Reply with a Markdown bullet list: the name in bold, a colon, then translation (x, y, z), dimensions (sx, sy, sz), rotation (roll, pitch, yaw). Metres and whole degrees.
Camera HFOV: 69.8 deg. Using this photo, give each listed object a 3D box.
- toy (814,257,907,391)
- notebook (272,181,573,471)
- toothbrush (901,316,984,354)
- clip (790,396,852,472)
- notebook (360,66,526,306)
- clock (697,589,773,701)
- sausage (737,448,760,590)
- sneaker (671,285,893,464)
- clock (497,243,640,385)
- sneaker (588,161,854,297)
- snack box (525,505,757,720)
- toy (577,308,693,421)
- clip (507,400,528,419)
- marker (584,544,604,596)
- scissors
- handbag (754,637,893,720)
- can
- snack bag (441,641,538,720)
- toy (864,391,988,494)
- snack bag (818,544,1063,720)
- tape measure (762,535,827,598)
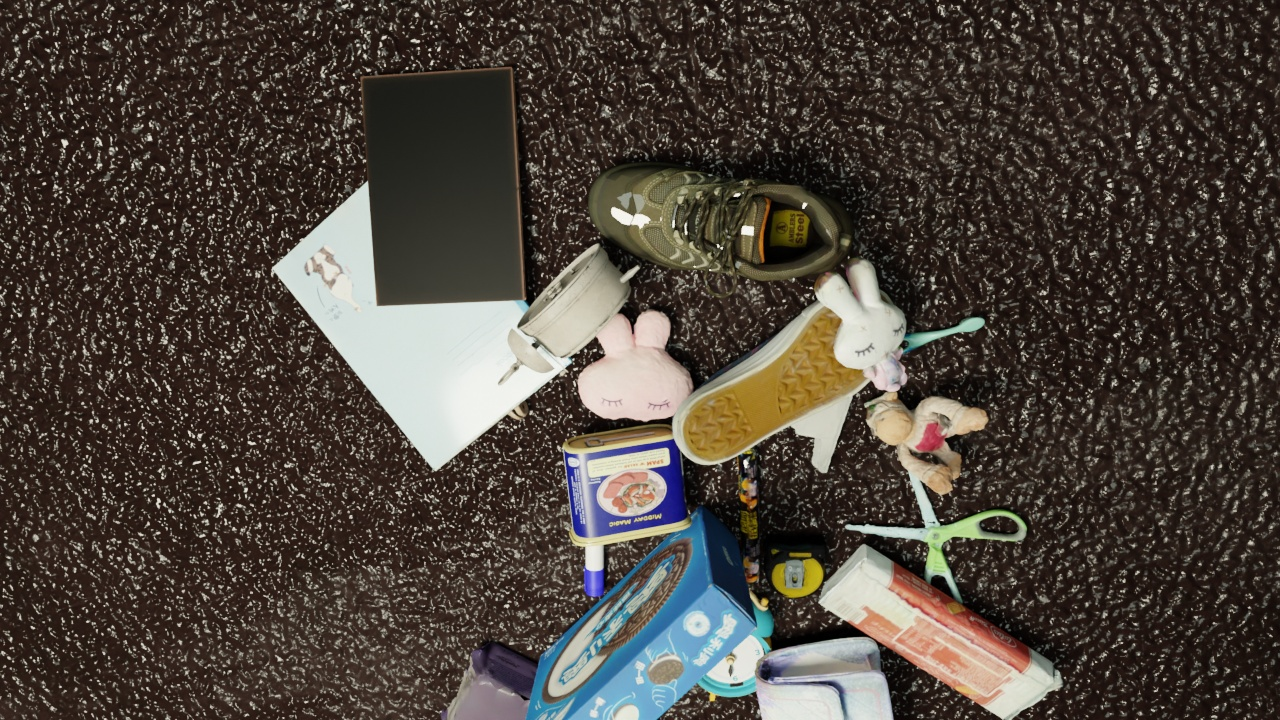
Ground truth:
- **toy**: translation (0.195, -0.029, 0.786), dimensions (0.079, 0.038, 0.122), rotation (-33, 101, -30)
- **notebook**: translation (-0.209, -0.045, 0.872), dimensions (0.181, 0.009, 0.253), rotation (-38, 91, 12)
- **toothbrush**: translation (0.249, -0.017, 0.847), dimensions (0.135, 0.017, 0.022), rotation (-18, 101, 12)
- **clip**: translation (0.165, 0.052, 0.871), dimensions (0.055, 0.045, 0.102), rotation (15, 103, -6)
- **notebook**: translation (-0.181, -0.157, 0.842), dimensions (0.141, 0.008, 0.209), rotation (-2, 96, 5)
- **clock**: translation (0.087, 0.283, 0.918), dimensions (0.099, 0.043, 0.130), rotation (-11, 109, 7)
- **sausage**: translation (0.106, 0.153, 0.896), dimensions (0.020, 0.020, 0.155), rotation (-2, 103, 5)
- **sneaker**: translation (0.128, 0.015, 0.833), dimensions (0.235, 0.079, 0.087), rotation (-33, 96, -9)
- **clock**: translation (-0.068, -0.032, 0.814), dimensions (0.061, 0.103, 0.157), rotation (44, 85, -14)
- **sneaker**: translation (0.067, -0.108, 0.775), dimensions (0.238, 0.142, 0.101), rotation (8, 104, 4)
- **snack box**: translation (-0.005, 0.258, 0.832), dimensions (0.239, 0.195, 0.056), rotation (-44, 96, 8)
- **toy**: translation (-0.005, 0.005, 0.858), dimensions (0.108, 0.053, 0.105), rotation (-3, 90, 0)
- **clip**: translation (-0.130, 0.028, 0.888), dimensions (0.059, 0.026, 0.052), rotation (13, 101, 10)
- **marker**: translation (-0.047, 0.166, 0.914), dimensions (0.020, 0.020, 0.141), rotation (1, 103, 5)
- **scissors**: translation (0.284, 0.173, 0.887), dimensions (0.171, 0.023, 0.172), rotation (2, 109, 7)
- **handbag**: translation (0.183, 0.357, 0.900), dimensions (0.126, 0.069, 0.159), rotation (-10, 116, 6)
- **can**: translation (-0.014, 0.116, 0.868), dimensions (0.116, 0.056, 0.092), rotation (-8, 101, -12)
- **snack bag**: translation (-0.098, 0.379, 0.948), dimensions (0.205, 0.058, 0.096), rotation (26, 103, 0)
- **toy**: translation (0.253, 0.058, 0.834), dimensions (0.106, 0.074, 0.085), rotation (28, 114, 23)
- **snack bag**: translation (0.288, 0.264, 0.888), dimensions (0.225, 0.041, 0.078), rotation (32, 122, -4)
- **tape measure**: translation (0.151, 0.202, 0.896), dimensions (0.062, 0.034, 0.061), rotation (-3, 105, 7)
